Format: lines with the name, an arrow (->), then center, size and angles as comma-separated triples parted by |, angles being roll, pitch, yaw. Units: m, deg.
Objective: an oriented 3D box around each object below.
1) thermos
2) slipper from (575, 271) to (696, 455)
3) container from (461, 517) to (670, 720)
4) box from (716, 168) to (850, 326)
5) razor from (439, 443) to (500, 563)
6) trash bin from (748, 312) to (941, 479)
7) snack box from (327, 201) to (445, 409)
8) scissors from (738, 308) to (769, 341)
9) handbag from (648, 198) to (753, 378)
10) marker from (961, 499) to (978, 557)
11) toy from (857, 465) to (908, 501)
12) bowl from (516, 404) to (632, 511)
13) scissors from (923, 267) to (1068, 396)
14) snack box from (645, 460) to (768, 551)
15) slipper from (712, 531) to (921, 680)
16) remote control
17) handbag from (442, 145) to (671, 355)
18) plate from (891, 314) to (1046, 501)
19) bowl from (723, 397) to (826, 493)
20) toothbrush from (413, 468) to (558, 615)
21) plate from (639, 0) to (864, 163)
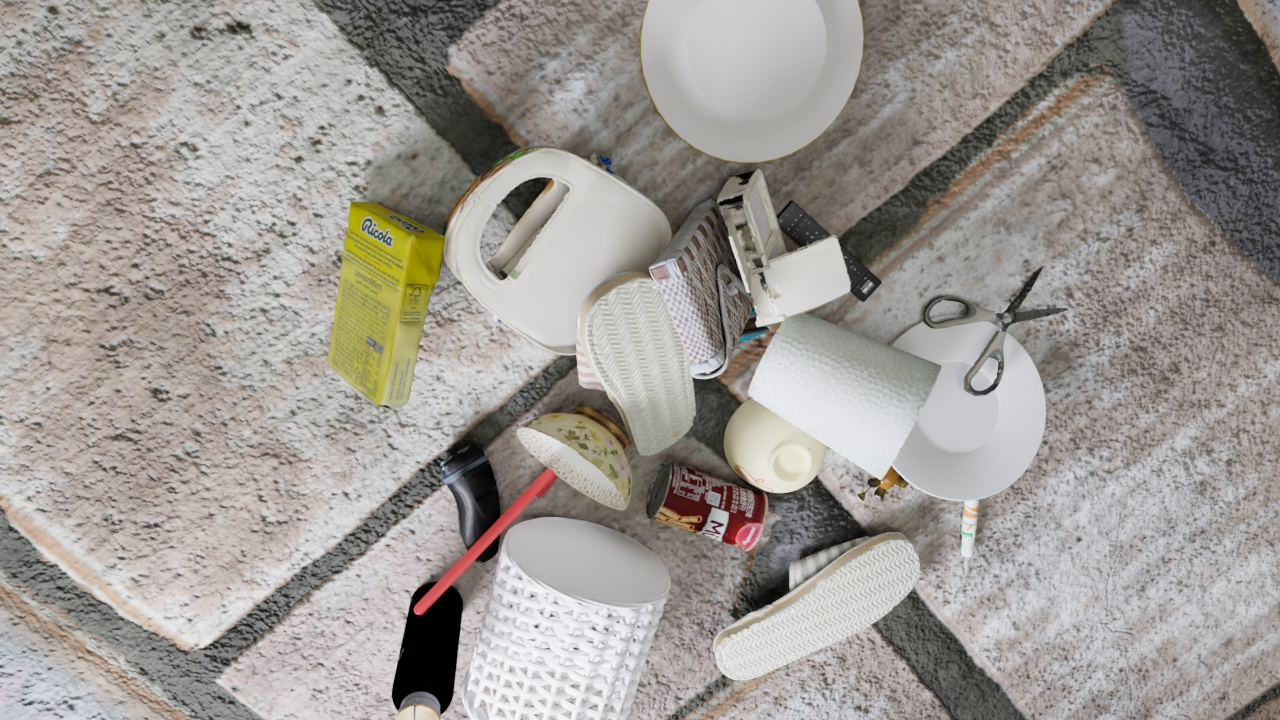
thermos -> -0.223, 0.317, 0.958 | 0.061, 0.231, 0.061 | -2, 107, -7
slipper -> -0.006, 0.006, 0.938 | 0.115, 0.052, 0.263 | -33, 141, -10
container -> -0.080, 0.295, 0.993 | 0.189, 0.189, 0.187 | 13, 104, -11
box -> 0.139, -0.101, 0.886 | 0.099, 0.183, 0.143 | -12, 115, 24
razor -> -0.187, 0.159, 1.013 | 0.052, 0.064, 0.141 | -31, 126, -42
trash bin -> 0.208, 0.028, 0.957 | 0.161, 0.133, 0.133 | 28, 103, 13
snack box -> -0.253, -0.054, 0.903 | 0.045, 0.121, 0.181 | -3, 113, -46
scissors -> 0.066, -0.036, 0.998 | 0.136, 0.019, 0.139 | 27, 103, -12
handbag -> 0.070, -0.075, 0.902 | 0.047, 0.185, 0.124 | -17, 110, 25
marker -> 0.398, 0.169, 1.103 | 0.017, 0.017, 0.145 | -4, 107, -6
toy -> 0.288, 0.123, 1.048 | 0.100, 0.062, 0.076 | -45, 126, -11
bowl -> -0.057, 0.092, 0.976 | 0.145, 0.145, 0.063 | 42, 68, -17
scissors -> 0.393, -0.038, 1.027 | 0.157, 0.012, 0.171 | 17, 87, -4
snack box -> 0.074, 0.163, 1.032 | 0.121, 0.072, 0.072 | 20, 104, -12
slipper -> 0.208, 0.292, 1.098 | 0.272, 0.054, 0.114 | -31, 112, -2
remote control -> 0.203, -0.117, 0.993 | 0.140, 0.009, 0.030 | 38, 99, -16
handbag -> -0.091, -0.117, 0.903 | 0.199, 0.093, 0.201 | 33, 101, -33
plate -> 0.357, 0.053, 1.034 | 0.208, 0.015, 0.208 | 1, 85, -9
bowl -> 0.158, 0.101, 1.021 | 0.118, 0.074, 0.118 | -2, 107, -7
toothbrush -> -0.167, 0.199, 1.001 | 0.212, 0.012, 0.018 | -46, 138, -3
plate -> 0.114, -0.313, 0.915 | 0.229, 0.021, 0.230 | -2, 107, -7
